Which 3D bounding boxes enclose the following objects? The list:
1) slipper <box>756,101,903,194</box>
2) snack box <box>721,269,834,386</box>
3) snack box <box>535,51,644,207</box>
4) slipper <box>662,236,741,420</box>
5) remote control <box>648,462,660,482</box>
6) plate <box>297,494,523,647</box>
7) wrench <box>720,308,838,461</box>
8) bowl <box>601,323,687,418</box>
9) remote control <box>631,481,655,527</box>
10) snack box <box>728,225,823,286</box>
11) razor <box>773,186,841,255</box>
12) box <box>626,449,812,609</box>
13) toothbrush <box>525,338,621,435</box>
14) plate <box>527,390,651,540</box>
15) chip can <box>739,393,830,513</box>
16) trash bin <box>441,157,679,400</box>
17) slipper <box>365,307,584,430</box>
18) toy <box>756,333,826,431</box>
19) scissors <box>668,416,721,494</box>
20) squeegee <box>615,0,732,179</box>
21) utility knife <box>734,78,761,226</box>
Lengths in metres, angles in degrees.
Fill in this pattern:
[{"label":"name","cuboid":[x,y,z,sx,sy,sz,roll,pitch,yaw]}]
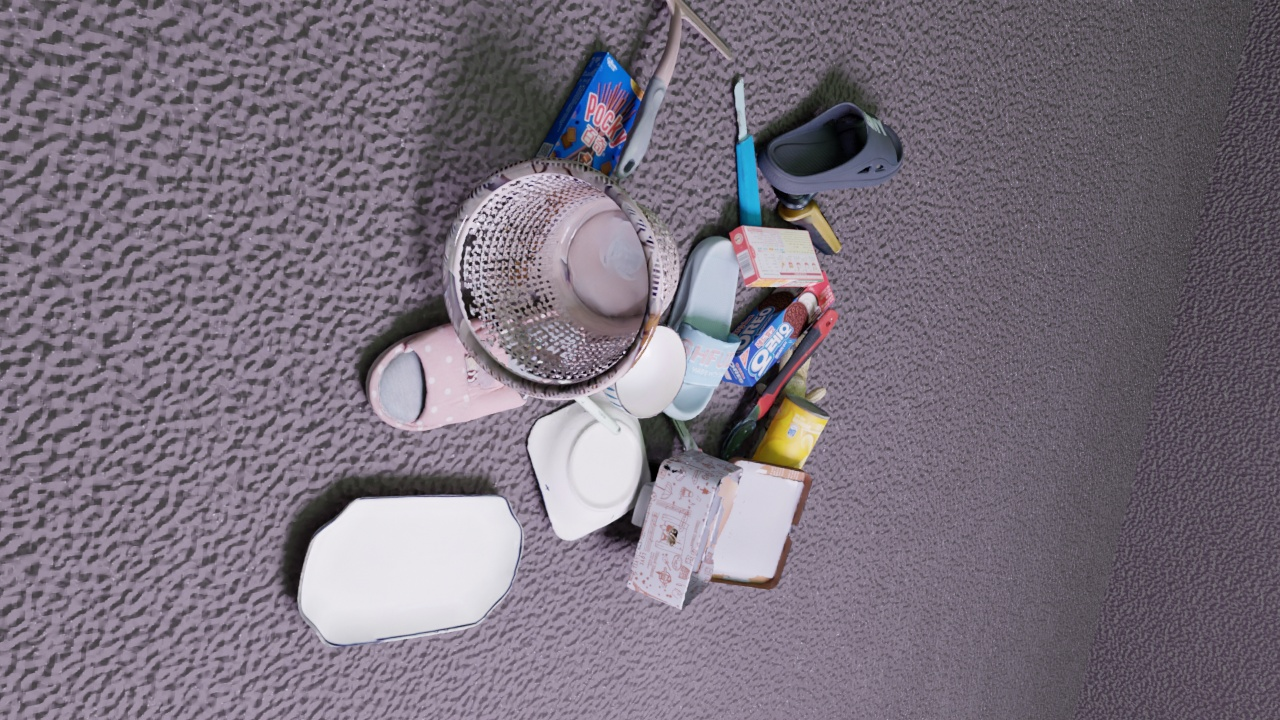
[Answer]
[{"label":"slipper","cuboid":[0.278,-0.294,1.253,0.267,0.110,0.084,-19,157,-33]},{"label":"snack box","cuboid":[0.189,-0.049,1.295,0.207,0.057,0.058,-43,124,-25]},{"label":"snack box","cuboid":[-0.054,-0.253,1.021,0.084,0.026,0.157,36,77,-43]},{"label":"slipper","cuboid":[0.089,-0.039,1.189,0.104,0.074,0.245,14,90,-45]},{"label":"remote control","cuboid":[-0.008,0.158,1.195,0.136,0.024,0.053,8,98,-44]},{"label":"plate","cuboid":[-0.243,0.216,0.984,0.265,0.034,0.162,5,100,-44]},{"label":"wrench","cuboid":[0.195,0.041,1.302,0.056,0.016,0.274,23,104,-46]},{"label":"bowl","cuboid":[-0.007,0.007,1.120,0.116,0.066,0.116,-14,112,-39]},{"label":"remote control","cuboid":[0.028,0.186,1.206,0.135,0.019,0.056,11,97,-68]},{"label":"snack box","cuboid":[0.185,-0.139,1.230,0.155,0.027,0.077,-5,74,-47]},{"label":"razor","cuboid":[0.246,-0.202,1.305,0.068,0.062,0.167,-41,140,11]},{"label":"box","cuboid":[0.102,0.217,1.206,0.273,0.125,0.179,7,102,-46]},{"label":"toothbrush","cuboid":[-0.072,0.037,1.040,0.189,0.020,0.029,48,50,-44]},{"label":"plate","cuboid":[-0.050,0.126,1.119,0.163,0.034,0.164,-26,108,-36]},{"label":"chip can","cuboid":[0.191,0.155,1.313,0.072,0.072,0.213,14,109,-45]},{"label":"trash bin","cuboid":[-0.057,-0.090,0.937,0.191,0.228,0.227,-29,125,-67]},{"label":"slipper","cuboid":[-0.161,0.006,0.981,0.273,0.054,0.114,-17,114,-41]},{"label":"toy","cuboid":[0.219,0.032,1.353,0.105,0.066,0.157,5,97,-11]},{"label":"scissors","cuboid":[0.069,0.141,1.251,0.205,0.015,0.196,24,64,-56]},{"label":"squeegee","cuboid":[0.018,-0.317,1.028,0.247,0.040,0.249,29,72,-46]},{"label":"utility knife","cuboid":[0.139,-0.259,1.207,0.034,0.018,0.216,-26,121,-34]}]
